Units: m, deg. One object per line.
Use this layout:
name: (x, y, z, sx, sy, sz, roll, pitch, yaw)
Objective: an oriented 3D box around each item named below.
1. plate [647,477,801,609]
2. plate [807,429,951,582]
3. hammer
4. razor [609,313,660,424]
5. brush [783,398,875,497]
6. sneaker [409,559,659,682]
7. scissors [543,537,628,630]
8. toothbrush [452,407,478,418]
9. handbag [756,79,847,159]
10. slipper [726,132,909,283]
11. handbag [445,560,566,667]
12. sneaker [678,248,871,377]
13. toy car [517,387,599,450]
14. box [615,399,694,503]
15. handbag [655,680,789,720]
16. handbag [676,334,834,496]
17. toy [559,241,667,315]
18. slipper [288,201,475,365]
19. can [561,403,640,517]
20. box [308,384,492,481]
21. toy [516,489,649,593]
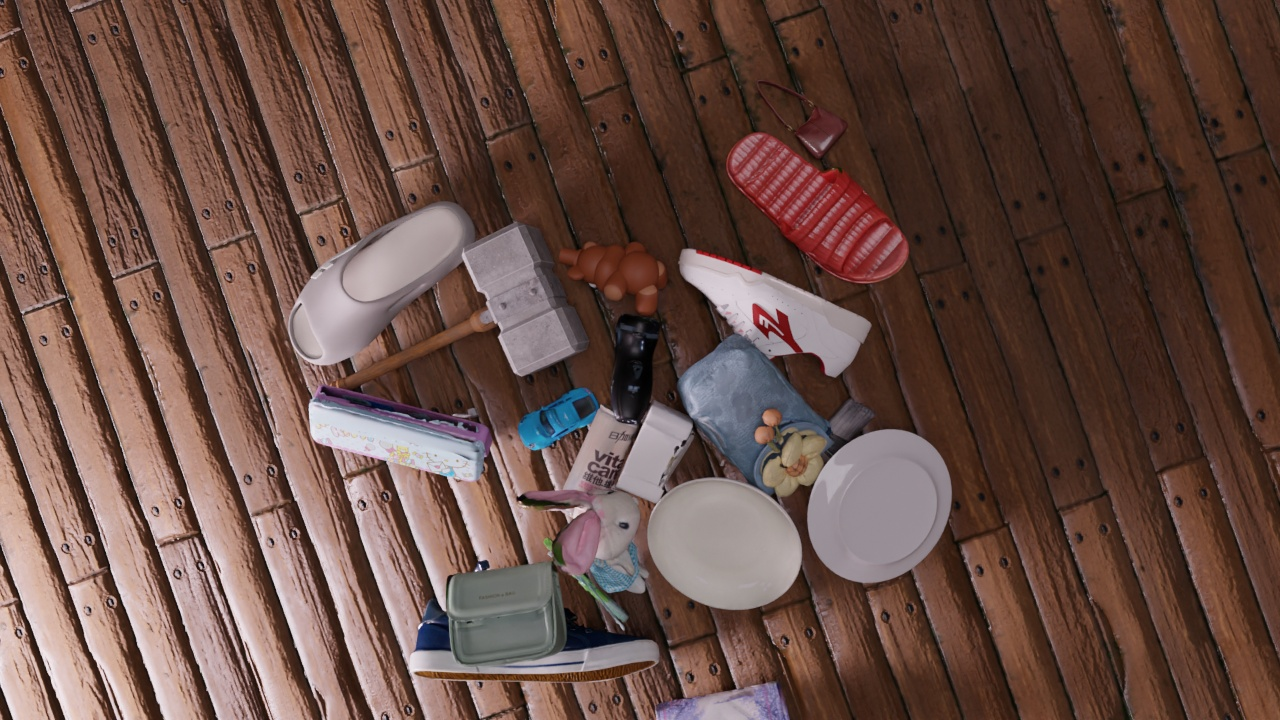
plate: (0.100, 0.210, 1.081, 0.182, 0.034, 0.182, 7, 116, 14)
plate: (0.286, 0.174, 1.073, 0.188, 0.016, 0.189, -3, 102, -15)
hammer: (-0.239, -0.025, 1.102, 0.318, 0.083, 0.162, -24, 90, 10)
razor: (-0.006, 0.006, 1.077, 0.053, 0.064, 0.140, 9, 61, -6)
brush: (0.221, 0.108, 1.110, 0.039, 0.012, 0.151, 41, 93, 2)
sneaker: (-0.123, 0.316, 1.095, 0.294, 0.121, 0.127, 1, 63, 3)
scissors: (-0.062, 0.260, 1.070, 0.021, 0.171, 0.172, -41, 134, -8)
toothbrush: (-0.199, 0.059, 1.041, 0.010, 0.181, 0.010, -17, 87, -4)
handbag: (0.187, -0.298, 1.102, 0.119, 0.029, 0.055, 41, 90, 6)
slipper: (0.208, -0.181, 1.084, 0.249, 0.059, 0.103, 37, 91, 3)
handbag: (-0.150, 0.282, 1.019, 0.122, 0.067, 0.106, -10, 73, 3)
sneaker: (0.142, -0.048, 1.081, 0.236, 0.090, 0.104, 24, 98, -2)
toy car: (-0.100, 0.072, 1.112, 0.105, 0.032, 0.048, -28, 90, 4)
box: (0.033, 0.112, 1.073, 0.091, 0.102, 0.107, 22, 93, 0)
handbag: (0.104, 0.460, 1.095, 0.158, 0.069, 0.126, -11, 76, 2)
handbag: (0.137, 0.070, 1.047, 0.122, 0.118, 0.192, -38, 111, 7)
toy: (-0.035, -0.105, 1.096, 0.128, 0.065, 0.094, 14, 49, 13)
slipper: (-0.319, -0.100, 1.089, 0.266, 0.080, 0.113, -35, 81, 2)
can: (-0.051, 0.123, 1.098, 0.054, 0.054, 0.135, 25, 93, 2)
box: (-0.285, 0.083, 1.091, 0.214, 0.078, 0.065, 14, 56, 2)
toy: (-0.032, 0.205, 1.042, 0.105, 0.131, 0.205, -40, 134, 1)
